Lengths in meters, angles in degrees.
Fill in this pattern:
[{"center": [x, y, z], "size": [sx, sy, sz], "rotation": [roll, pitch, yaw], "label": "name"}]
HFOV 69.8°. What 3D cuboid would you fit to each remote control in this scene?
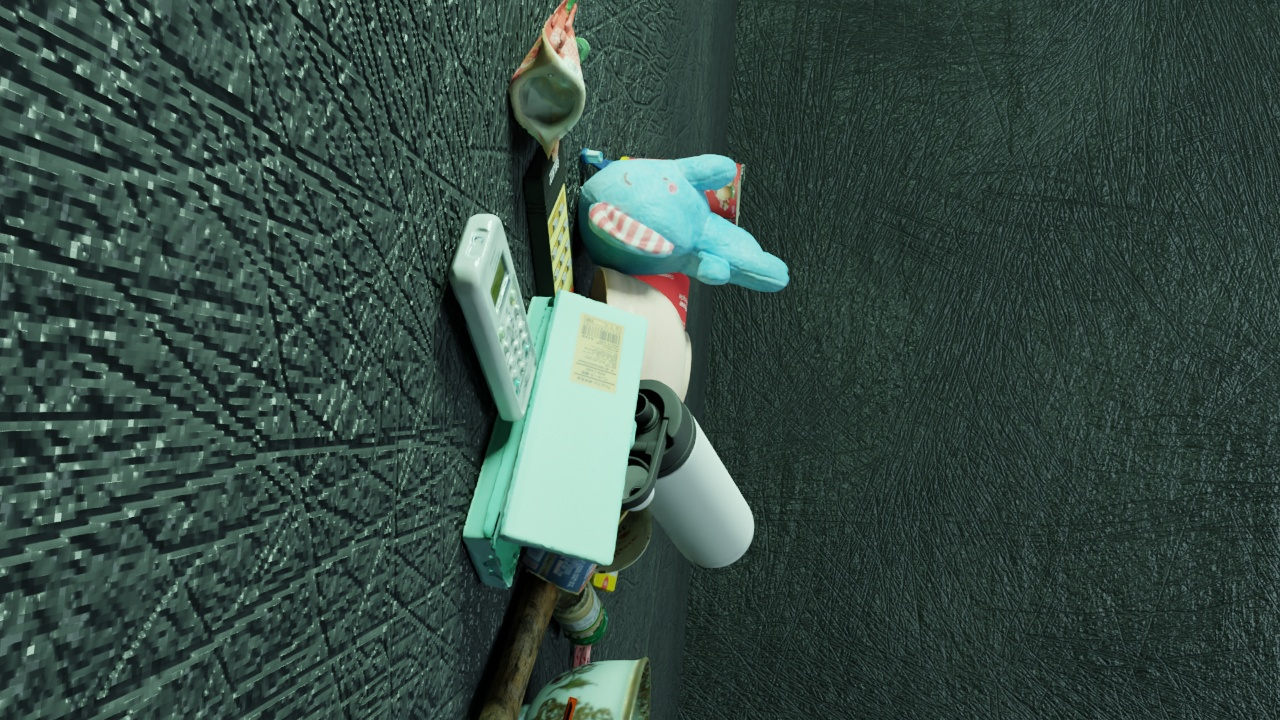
[{"center": [-0.079, -0.019, 0.497], "size": [0.133, 0.022, 0.050], "rotation": [84, 14, -55], "label": "remote control"}, {"center": [-0.061, -0.080, 0.636], "size": [0.058, 0.013, 0.134], "rotation": [-77, 169, -47], "label": "remote control"}]

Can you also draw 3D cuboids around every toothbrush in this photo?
[{"center": [-0.032, -0.166, 0.792], "size": [0.132, 0.016, 0.021], "rotation": [-17, 114, -81], "label": "toothbrush"}]

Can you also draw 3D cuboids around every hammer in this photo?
[{"center": [-0.093, 0.228, 0.521], "size": [0.329, 0.033, 0.120], "rotation": [-73, 164, -61], "label": "hammer"}]

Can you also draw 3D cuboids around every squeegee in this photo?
[{"center": [-0.062, 0.270, 0.456], "size": [0.185, 0.055, 0.249], "rotation": [42, 63, -78], "label": "squeegee"}]

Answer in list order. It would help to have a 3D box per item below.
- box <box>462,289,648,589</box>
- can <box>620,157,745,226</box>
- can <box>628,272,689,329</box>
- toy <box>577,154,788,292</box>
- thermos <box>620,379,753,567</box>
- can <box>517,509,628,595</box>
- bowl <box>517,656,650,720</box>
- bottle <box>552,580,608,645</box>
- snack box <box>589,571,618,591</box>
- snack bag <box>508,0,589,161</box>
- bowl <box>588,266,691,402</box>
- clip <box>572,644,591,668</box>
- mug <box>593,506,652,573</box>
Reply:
[{"center": [-0.040, 0.046, 0.574], "size": [0.077, 0.091, 0.188], "rotation": [84, 13, -50], "label": "box"}, {"center": [0.038, -0.163, 0.903], "size": [0.066, 0.124, 0.066], "rotation": [6, 89, -82], "label": "can"}, {"center": [0.008, -0.029, 0.954], "size": [0.074, 0.074, 0.142], "rotation": [64, 32, -75], "label": "can"}, {"center": [0.038, -0.109, 0.729], "size": [0.183, 0.180, 0.115], "rotation": [-67, 176, -72], "label": "toy"}, {"center": [0.027, 0.104, 0.681], "size": [0.230, 0.069, 0.101], "rotation": [58, 38, -54], "label": "thermos"}, {"center": [-0.047, 0.122, 0.656], "size": [0.059, 0.054, 0.099], "rotation": [-62, 174, 3], "label": "can"}, {"center": [-0.048, 0.287, 0.646], "size": [0.160, 0.094, 0.160], "rotation": [6, 89, -82], "label": "bowl"}, {"center": [-0.054, 0.206, 0.765], "size": [0.110, 0.043, 0.042], "rotation": [79, 17, -60], "label": "bottle"}, {"center": [-0.029, 0.141, 0.879], "size": [0.075, 0.025, 0.152], "rotation": [55, 46, -68], "label": "snack box"}, {"center": [-0.048, -0.187, 0.592], "size": [0.154, 0.044, 0.087], "rotation": [-81, 178, -60], "label": "snack bag"}, {"center": [-0.004, 0.004, 0.726], "size": [0.153, 0.076, 0.153], "rotation": [-175, -89, -80], "label": "bowl"}, {"center": [-0.057, 0.281, 0.871], "size": [0.043, 0.023, 0.060], "rotation": [-76, 173, -60], "label": "clip"}, {"center": [-0.022, 0.108, 0.773], "size": [0.097, 0.081, 0.122], "rotation": [-77, -168, -86], "label": "mug"}]
